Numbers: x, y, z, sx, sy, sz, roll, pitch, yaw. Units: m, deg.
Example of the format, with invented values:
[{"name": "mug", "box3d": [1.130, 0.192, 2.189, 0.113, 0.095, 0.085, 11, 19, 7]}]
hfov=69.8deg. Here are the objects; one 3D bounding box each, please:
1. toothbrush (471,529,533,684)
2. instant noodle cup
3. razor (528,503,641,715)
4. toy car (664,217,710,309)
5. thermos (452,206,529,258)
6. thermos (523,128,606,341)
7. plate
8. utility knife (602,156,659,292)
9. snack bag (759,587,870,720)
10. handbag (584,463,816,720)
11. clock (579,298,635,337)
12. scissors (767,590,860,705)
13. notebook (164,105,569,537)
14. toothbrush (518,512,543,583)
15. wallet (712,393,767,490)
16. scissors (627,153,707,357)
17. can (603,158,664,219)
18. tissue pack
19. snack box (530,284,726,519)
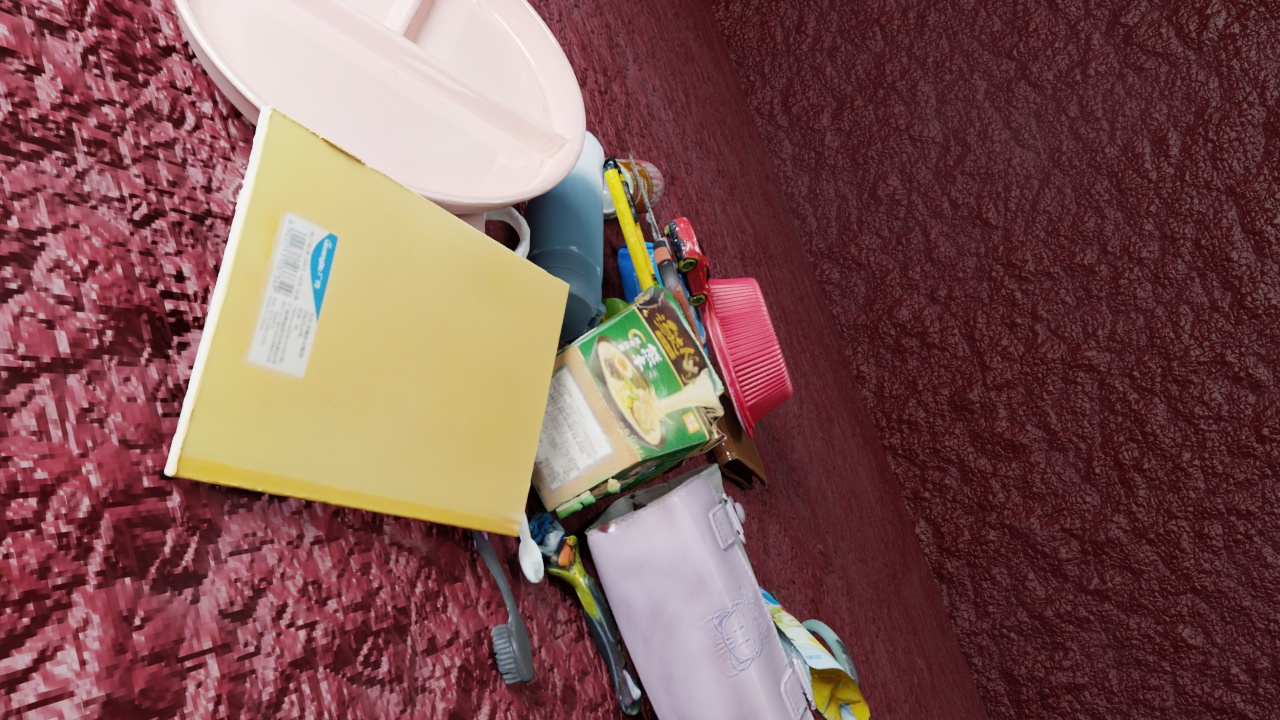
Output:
[{"name": "toothbrush", "box3d": [-0.091, 0.079, 0.490, 0.014, 0.018, 0.189, 24, 43, -66]}, {"name": "instant noodle cup", "box3d": [0.113, -0.017, 0.979, 0.193, 0.066, 0.194, -18, 89, -82]}, {"name": "razor", "box3d": [-0.029, 0.155, 0.559, 0.143, 0.022, 0.042, 65, 19, -10]}, {"name": "toy car", "box3d": [0.048, -0.090, 0.865, 0.106, 0.031, 0.049, 71, 0, -60]}, {"name": "thermos", "box3d": [-0.117, -0.125, 0.535, 0.067, 0.087, 0.198, 97, -18, -57]}, {"name": "thermos", "box3d": [-0.061, -0.102, 0.708, 0.070, 0.070, 0.220, 54, 22, -36]}, {"name": "plate", "box3d": [-0.132, -0.169, 0.492, 0.229, 0.028, 0.229, 24, 46, -27]}, {"name": "utility knife", "box3d": [-0.002, -0.097, 0.753, 0.033, 0.015, 0.154, -4, 75, -75]}, {"name": "snack bag", "box3d": [0.110, 0.220, 0.750, 0.110, 0.039, 0.191, 45, -3, -30]}, {"name": "handbag", "box3d": [0.044, 0.177, 0.611, 0.197, 0.098, 0.144, 68, 14, 3]}, {"name": "clock", "box3d": [-0.004, 0.004, 0.756, 0.116, 0.056, 0.161, 68, 18, 3]}, {"name": "scissors", "box3d": [0.146, 0.270, 0.802, 0.179, 0.019, 0.172, 115, -31, -52]}, {"name": "notebook", "box3d": [-0.104, -0.002, 0.421, 0.206, 0.010, 0.145, 28, 69, -57]}, {"name": "toothbrush", "box3d": [-0.089, 0.020, 0.537, 0.027, 0.026, 0.224, 80, -7, -74]}, {"name": "wallet", "box3d": [0.097, 0.082, 1.009, 0.124, 0.032, 0.101, 38, 31, -58]}, {"name": "scissors", "box3d": [0.022, -0.085, 0.803, 0.189, 0.015, 0.222, 28, 43, -83]}, {"name": "can", "box3d": [-0.018, -0.175, 0.931, 0.058, 0.058, 0.147, 66, 18, -5]}, {"name": "tissue pack", "box3d": [0.025, -0.051, 0.916, 0.095, 0.052, 0.157, 40, 32, -56]}, {"name": "snack box", "box3d": [-0.025, 0.030, 0.581, 0.117, 0.118, 0.105, 60, 28, 6]}]
